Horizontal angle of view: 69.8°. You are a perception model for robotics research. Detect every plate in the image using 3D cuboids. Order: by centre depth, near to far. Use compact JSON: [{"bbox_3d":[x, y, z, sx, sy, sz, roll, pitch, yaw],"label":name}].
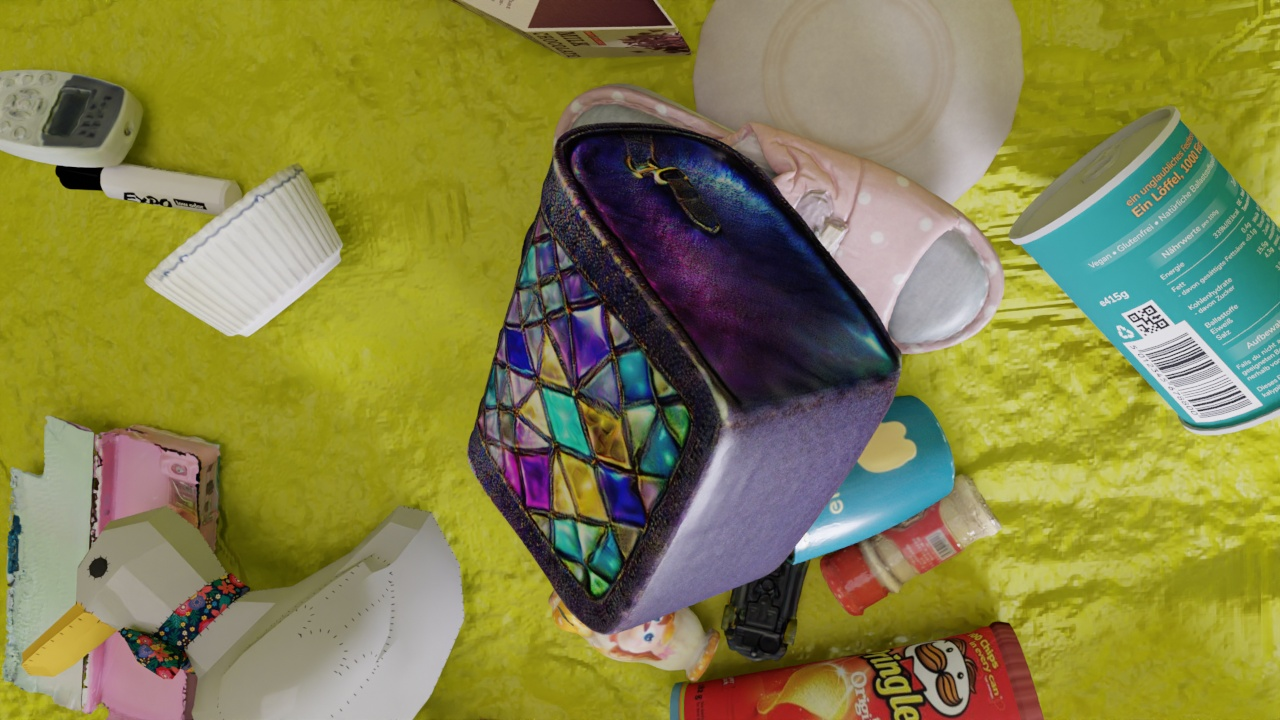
[{"bbox_3d":[0.123,-0.164,0.529,0.189,0.027,0.189,2,101,9],"label":"plate"}]

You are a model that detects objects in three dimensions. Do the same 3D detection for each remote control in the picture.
[{"bbox_3d":[-0.385,-0.159,0.600,0.114,0.028,0.060,12,74,9],"label":"remote control"}]

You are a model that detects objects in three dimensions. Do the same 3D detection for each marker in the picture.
[{"bbox_3d":[-0.329,-0.117,0.611,0.126,0.025,0.025,10,102,7],"label":"marker"}]

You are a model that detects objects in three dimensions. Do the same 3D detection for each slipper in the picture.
[{"bbox_3d":[0.071,-0.077,0.526,0.274,0.054,0.114,23,123,8],"label":"slipper"}]

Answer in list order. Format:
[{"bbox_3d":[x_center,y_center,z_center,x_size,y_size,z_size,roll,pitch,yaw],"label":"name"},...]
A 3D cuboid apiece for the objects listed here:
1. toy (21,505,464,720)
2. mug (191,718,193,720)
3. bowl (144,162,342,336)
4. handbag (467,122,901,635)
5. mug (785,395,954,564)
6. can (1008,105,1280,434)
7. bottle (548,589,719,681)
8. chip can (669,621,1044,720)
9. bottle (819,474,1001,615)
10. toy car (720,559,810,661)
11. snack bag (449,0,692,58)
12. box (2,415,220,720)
[{"bbox_3d":[-0.230,0.185,0.589,0.246,0.141,0.267,-38,82,-15],"label":"toy"},{"bbox_3d":[-0.285,0.298,0.655,0.094,0.085,0.122,38,119,1],"label":"mug"},{"bbox_3d":[-0.236,-0.062,0.568,0.115,0.115,0.062,-34,108,13],"label":"bowl"},{"bbox_3d":[-0.003,0.003,0.483,0.222,0.125,0.205,53,137,32],"label":"handbag"},{"bbox_3d":[0.119,0.052,0.547,0.104,0.084,0.112,-17,67,-4],"label":"mug"},{"bbox_3d":[0.286,-0.047,0.489,0.099,0.099,0.144,-43,92,13],"label":"can"},{"bbox_3d":[-0.003,0.164,0.592,0.108,0.063,0.063,30,103,2],"label":"bottle"},{"bbox_3d":[0.132,0.225,0.571,0.213,0.087,0.087,-14,98,12],"label":"chip can"},{"bbox_3d":[0.166,0.114,0.567,0.109,0.044,0.044,-36,93,13],"label":"bottle"},{"bbox_3d":[0.082,0.141,0.591,0.049,0.030,0.107,12,95,5],"label":"toy car"},{"bbox_3d":[-0.067,-0.224,0.514,0.206,0.094,0.070,27,103,3],"label":"snack bag"},{"bbox_3d":[-0.389,0.155,0.666,0.159,0.035,0.230,12,102,7],"label":"box"}]
